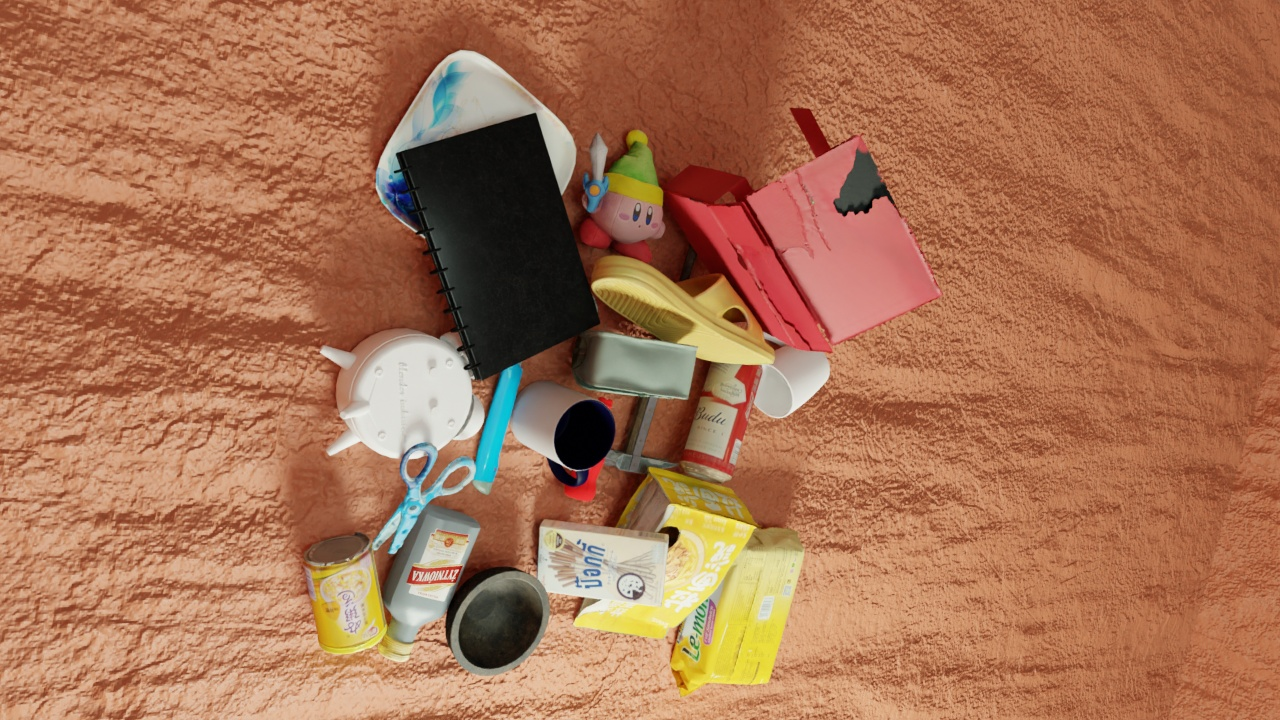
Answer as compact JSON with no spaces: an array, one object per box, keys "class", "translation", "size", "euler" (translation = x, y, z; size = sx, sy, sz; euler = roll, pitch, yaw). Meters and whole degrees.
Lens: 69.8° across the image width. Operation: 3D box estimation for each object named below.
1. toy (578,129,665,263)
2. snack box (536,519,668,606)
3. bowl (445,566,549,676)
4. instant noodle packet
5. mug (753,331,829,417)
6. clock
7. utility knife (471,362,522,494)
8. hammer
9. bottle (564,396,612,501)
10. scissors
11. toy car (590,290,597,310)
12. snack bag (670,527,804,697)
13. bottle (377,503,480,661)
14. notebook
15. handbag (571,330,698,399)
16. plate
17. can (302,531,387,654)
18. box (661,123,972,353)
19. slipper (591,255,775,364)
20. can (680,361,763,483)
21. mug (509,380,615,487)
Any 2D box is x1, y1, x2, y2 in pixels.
[{"class":"toy","translation":[-0.022,-0.187,1.018],"size":[0.124,0.097,0.131],"euler":[14,111,-32]},{"class":"snack box","translation":[-0.045,0.235,1.067],"size":[0.150,0.026,0.082],"euler":[6,102,6]},{"class":"bowl","translation":[-0.168,0.283,1.027],"size":[0.121,0.056,0.121],"euler":[-10,107,-34]},{"class":"instant noodle packet","translation":[0.029,0.259,1.154],"size":[0.162,0.084,0.222],"euler":[20,106,-40]},{"class":"mug","translation":[0.189,0.007,1.218],"size":[0.087,0.081,0.114],"euler":[-30,86,-35]},{"class":"clock","translation":[-0.228,0.034,0.910],"size":[0.160,0.073,0.125],"euler":[-8,106,-35]},{"class":"utility knife","translation":[-0.150,0.047,1.008],"size":[0.031,0.015,0.209],"euler":[14,96,-39]},{"class":"hammer","translation":[0.025,-0.017,1.113],"size":[0.146,0.028,0.317],"euler":[16,92,-38]},{"class":"bottle","translation":[-0.056,0.100,1.056],"size":[0.036,0.036,0.119],"euler":[15,92,-38]},{"class":"scissors","translation":[-0.234,0.138,0.918],"size":[0.141,0.014,0.090],"euler":[-46,133,4]},{"class":"toy car","translation":[-0.083,-0.083,1.010],"size":[0.048,0.041,0.113],"euler":[-42,122,-22]},{"class":"snack bag","translation":[0.139,0.341,1.260],"size":[0.159,0.068,0.247],"euler":[13,94,-39]},{"class":"bottle","translation":[-0.232,0.237,0.974],"size":[0.072,0.046,0.161],"euler":[24,87,-37]},{"class":"notebook","translation":[-0.139,-0.115,0.925],"size":[0.168,0.019,0.231],"euler":[-28,109,-35]},{"class":"handbag","translation":[-0.006,0.006,1.028],"size":[0.121,0.106,0.067],"euler":[8,92,-19]},{"class":"plate","translation":[-0.165,-0.197,0.936],"size":[0.187,0.016,0.187],"euler":[35,80,-37]},{"class":"can","translation":[-0.294,0.232,0.914],"size":[0.067,0.068,0.105],"euler":[-16,110,-33]},{"class":"box","translation":[0.167,-0.113,0.980],"size":[0.123,0.316,0.211],"euler":[-53,122,-28]},{"class":"slipper","translation":[0.053,-0.065,1.047],"size":[0.263,0.100,0.078],"euler":[28,65,-38]},{"class":"can","translation":[0.104,0.067,1.154],"size":[0.067,0.067,0.170],"euler":[27,76,-38]},{"class":"mug","translation":[-0.085,0.086,1.013],"size":[0.078,0.097,0.112],"euler":[-18,111,-32]}]
